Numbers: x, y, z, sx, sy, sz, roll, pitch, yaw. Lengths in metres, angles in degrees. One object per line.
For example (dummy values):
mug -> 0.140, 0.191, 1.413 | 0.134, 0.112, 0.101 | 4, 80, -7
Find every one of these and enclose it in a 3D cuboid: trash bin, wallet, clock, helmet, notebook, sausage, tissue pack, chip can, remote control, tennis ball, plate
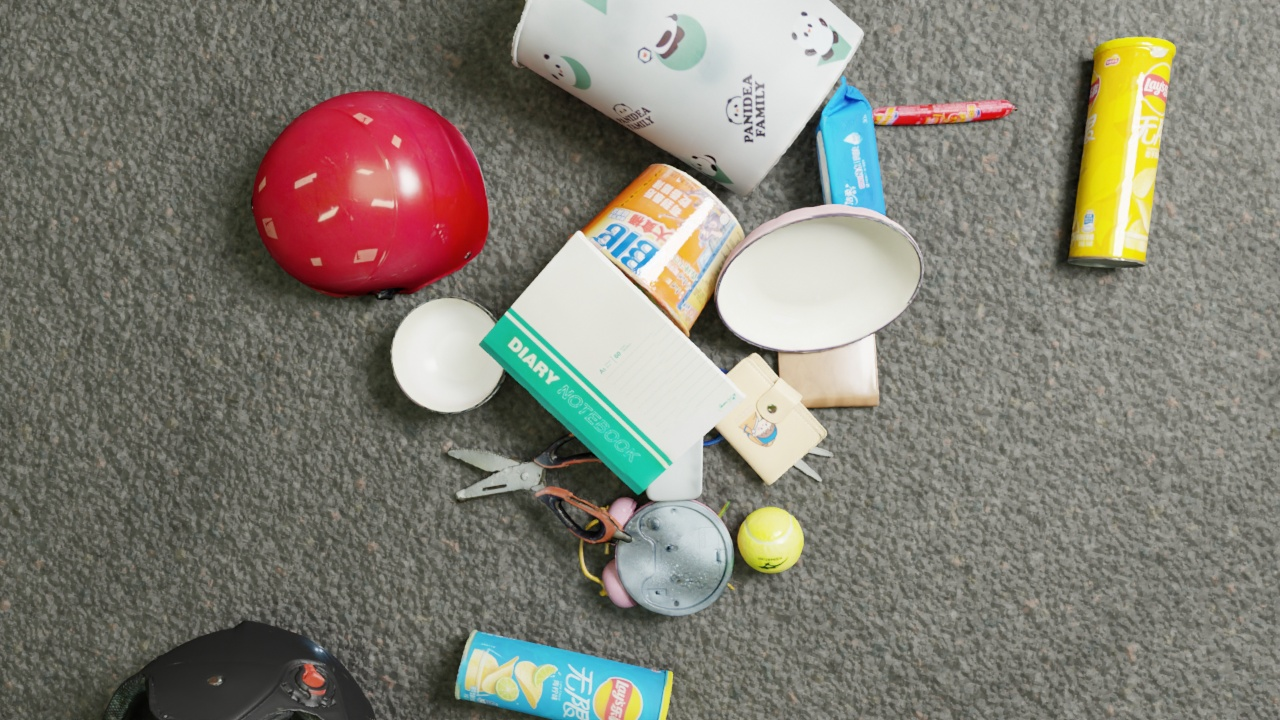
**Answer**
trash bin -> 0.048, -0.296, 0.847 | 0.252, 0.229, 0.229 | 35, 92, -4
wallet -> 0.191, -0.008, 0.939 | 0.101, 0.020, 0.115 | -2, 88, 4
wallet -> 0.123, 0.057, 0.925 | 0.087, 0.024, 0.115 | -43, 91, 9
clock -> 0.015, 0.194, 0.930 | 0.158, 0.060, 0.117 | -2, 92, 1
helmet -> -0.281, -0.161, 0.899 | 0.240, 0.144, 0.207 | -22, 92, 4
helmet -> -0.365, 0.373, 0.867 | 0.275, 0.229, 0.234 | 20, 106, 3
notebook -> -0.029, 0.007, 0.835 | 0.209, 0.012, 0.151 | 44, 114, -2
sausage -> 0.303, -0.250, 0.929 | 0.156, 0.020, 0.020 | -3, 91, 3
tissue pack -> 0.202, -0.189, 0.898 | 0.052, 0.095, 0.157 | -8, 90, 8
chip can -> -0.076, 0.329, 0.931 | 0.210, 0.071, 0.071 | 12, 91, 3
chip can -> 0.468, -0.199, 0.897 | 0.072, 0.072, 0.213 | 7, 92, 2
remote control -> 0.032, 0.073, 0.871 | 0.056, 0.020, 0.136 | -2, 114, -2
tennis ball -> 0.130, 0.180, 0.921 | 0.065, 0.065, 0.065 | 0, 91, 3
plate -> 0.164, -0.079, 0.861 | 0.192, 0.193, 0.039 | -5, 53, 3

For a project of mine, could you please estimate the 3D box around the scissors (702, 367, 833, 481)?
scissors -> 0.119, 0.063, 0.947 | 0.170, 0.012, 0.144 | -5, 91, 1

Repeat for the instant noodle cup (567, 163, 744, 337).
instant noodle cup -> 0.021, -0.110, 0.886 | 0.151, 0.151, 0.111 | 39, 83, 1

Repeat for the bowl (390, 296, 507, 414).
bowl -> -0.187, -0.005, 0.933 | 0.116, 0.066, 0.116 | 0, 90, 3

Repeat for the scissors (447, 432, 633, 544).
scissors -> -0.093, 0.119, 0.916 | 0.224, 0.015, 0.189 | 40, 114, 11
